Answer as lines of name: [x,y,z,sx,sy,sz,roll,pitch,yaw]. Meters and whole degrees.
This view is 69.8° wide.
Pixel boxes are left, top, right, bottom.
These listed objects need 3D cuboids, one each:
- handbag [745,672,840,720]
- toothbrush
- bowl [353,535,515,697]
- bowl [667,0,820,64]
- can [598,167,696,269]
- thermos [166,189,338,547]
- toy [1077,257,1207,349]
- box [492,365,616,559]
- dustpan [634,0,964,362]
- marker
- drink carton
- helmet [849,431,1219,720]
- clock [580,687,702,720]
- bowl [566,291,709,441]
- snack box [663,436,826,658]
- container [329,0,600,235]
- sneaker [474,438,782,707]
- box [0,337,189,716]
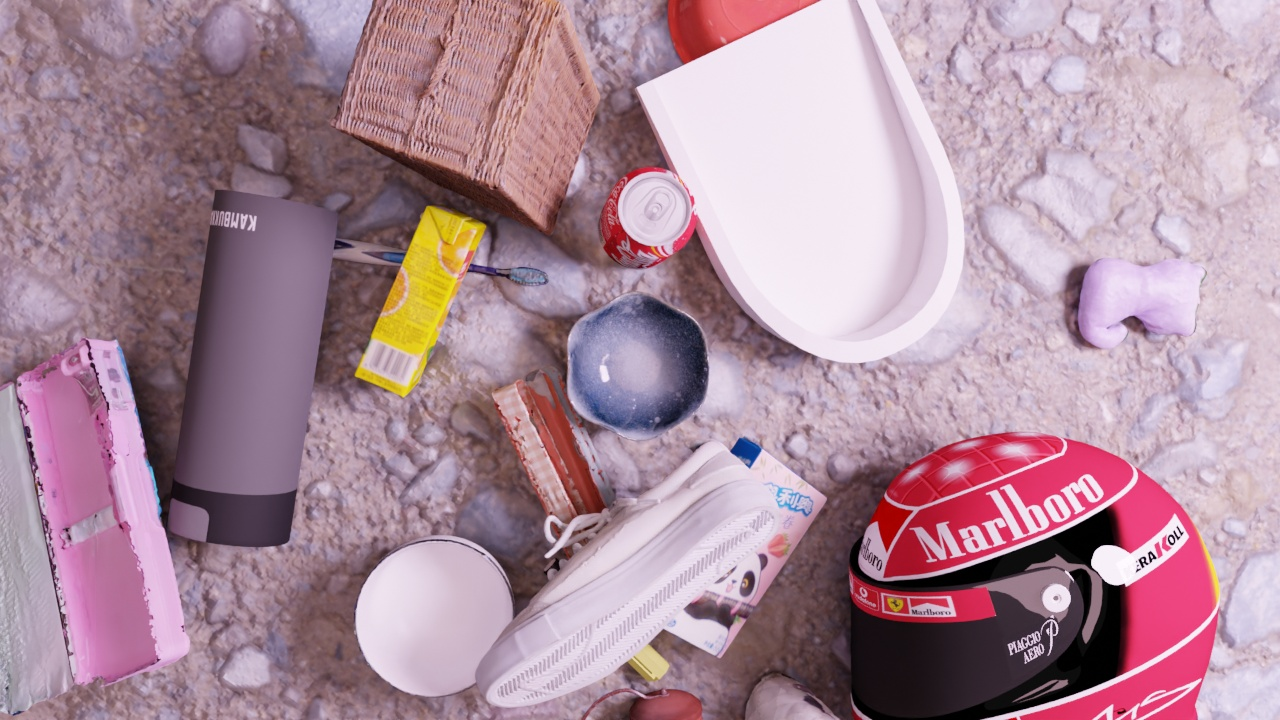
handbag: [0.141,0.318,0.651,0.072,0.195,0.139,-13,95,-12]
toothbrush: [-0.163,-0.076,0.699,0.189,0.017,0.016,8,91,-6]
bowl: [-0.149,0.183,0.680,0.113,0.063,0.113,0,90,-6]
bowl: [0.088,-0.275,0.712,0.130,0.045,0.130,0,91,-6]
can: [0.004,-0.103,0.674,0.064,0.105,0.064,0,90,-7]
thermos: [-0.274,0.007,0.649,0.082,0.082,0.240,9,92,-7]
toy: [0.411,-0.046,0.757,0.099,0.036,0.080,6,100,-2]
box: [-0.046,0.094,0.703,0.064,0.056,0.188,-24,96,-1]
dustpan: [0.139,-0.126,0.691,0.191,0.053,0.258,-26,104,-4]
marker: [-0.028,0.203,0.716,0.124,0.021,0.018,45,130,-4]
drink carton: [-0.160,-0.047,0.668,0.043,0.058,0.135,25,100,-7]
helmet: [0.262,0.169,0.662,0.271,0.197,0.224,-22,93,2]
clock: [0.016,0.321,0.696,0.120,0.072,0.157,-37,95,-5]
bowl: [-0.004,0.004,0.699,0.110,0.055,0.110,0,91,-6]
snack box: [0.069,0.144,0.704,0.088,0.033,0.154,36,86,-33]
container: [-0.106,-0.168,0.616,0.113,0.198,0.114,20,91,5]
sneaker: [-0.020,0.146,0.649,0.242,0.090,0.089,-38,139,3]
box: [-0.404,0.117,0.643,0.159,0.035,0.230,-24,77,19]
